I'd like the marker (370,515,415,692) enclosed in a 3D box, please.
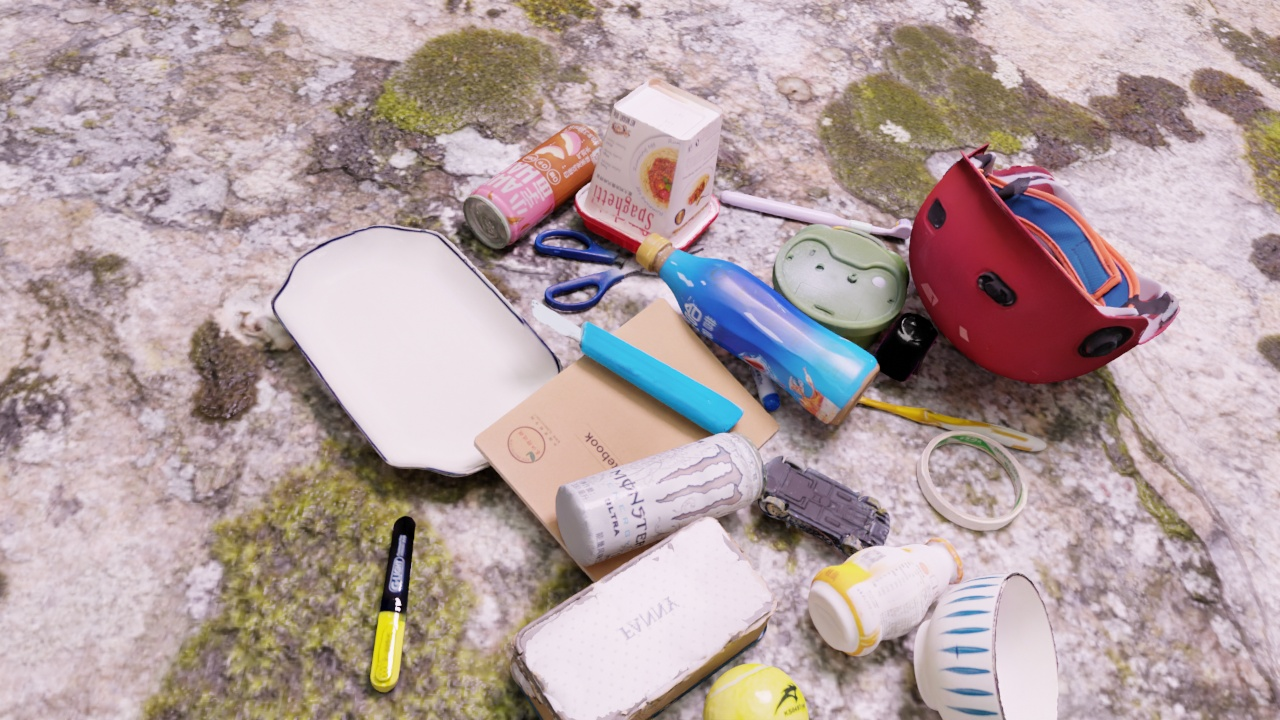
[{"bbox_3d":[-0.166,0.160,0.620,0.018,0.015,0.124,4,51,-9],"label":"marker"}]

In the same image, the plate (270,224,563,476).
[{"bbox_3d":[-0.179,-0.010,0.738,0.161,0.034,0.265,-31,62,-29],"label":"plate"}]

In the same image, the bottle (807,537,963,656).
[{"bbox_3d":[0.172,0.159,0.639,0.108,0.063,0.063,-19,57,-21],"label":"bottle"}]

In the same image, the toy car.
[{"bbox_3d":[0.135,0.112,0.690,0.105,0.031,0.048,28,53,11],"label":"toy car"}]

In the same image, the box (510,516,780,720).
[{"bbox_3d":[0.009,0.177,0.606,0.184,0.061,0.090,-24,60,-26],"label":"box"}]

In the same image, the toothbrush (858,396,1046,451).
[{"bbox_3d":[0.245,0.045,0.766,0.191,0.018,0.016,15,54,3],"label":"toothbrush"}]

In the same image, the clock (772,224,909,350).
[{"bbox_3d":[0.177,-0.068,0.821,0.116,0.056,0.160,25,53,11],"label":"clock"}]

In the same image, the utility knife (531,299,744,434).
[{"bbox_3d":[-0.004,0.004,0.711,0.188,0.018,0.034,31,48,-5],"label":"utility knife"}]

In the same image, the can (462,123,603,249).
[{"bbox_3d":[-0.095,-0.164,0.854,0.058,0.058,0.147,34,56,17],"label":"can"}]

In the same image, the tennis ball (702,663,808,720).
[{"bbox_3d":[0.072,0.223,0.573,0.065,0.066,0.065,4,52,-5],"label":"tennis ball"}]

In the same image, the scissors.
[{"bbox_3d":[-0.021,-0.089,0.837,0.161,0.012,0.163,38,55,19],"label":"scissors"}]

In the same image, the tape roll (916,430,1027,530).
[{"bbox_3d":[0.265,0.095,0.734,0.086,0.014,0.085,4,52,-5],"label":"tape roll"}]

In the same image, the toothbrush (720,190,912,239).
[{"bbox_3d":[0.172,-0.145,0.903,0.189,0.029,0.021,11,89,2],"label":"toothbrush"}]

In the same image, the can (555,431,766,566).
[{"bbox_3d":[0.015,0.095,0.651,0.146,0.058,0.058,-15,56,-27],"label":"can"}]

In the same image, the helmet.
[{"bbox_3d":[0.304,-0.066,0.760,0.239,0.144,0.206,3,48,-43],"label":"helmet"}]

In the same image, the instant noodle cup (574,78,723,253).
[{"bbox_3d":[0.014,-0.174,0.828,0.116,0.124,0.116,28,47,15],"label":"instant noodle cup"}]

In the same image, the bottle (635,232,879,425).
[{"bbox_3d":[0.089,-0.034,0.751,0.219,0.065,0.065,37,56,15],"label":"bottle"}]

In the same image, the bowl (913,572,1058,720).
[{"bbox_3d":[0.222,0.199,0.600,0.066,0.116,0.116,-13,39,39],"label":"bowl"}]

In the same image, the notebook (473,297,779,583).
[{"bbox_3d":[-0.003,0.056,0.703,0.207,0.008,0.148,-38,83,-31],"label":"notebook"}]

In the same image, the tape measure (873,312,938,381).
[{"bbox_3d":[0.228,-0.011,0.782,0.039,0.058,0.057,36,13,14],"label":"tape measure"}]

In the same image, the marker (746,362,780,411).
[{"bbox_3d":[0.092,-0.018,0.795,0.017,0.017,0.145,-7,54,-13],"label":"marker"}]
